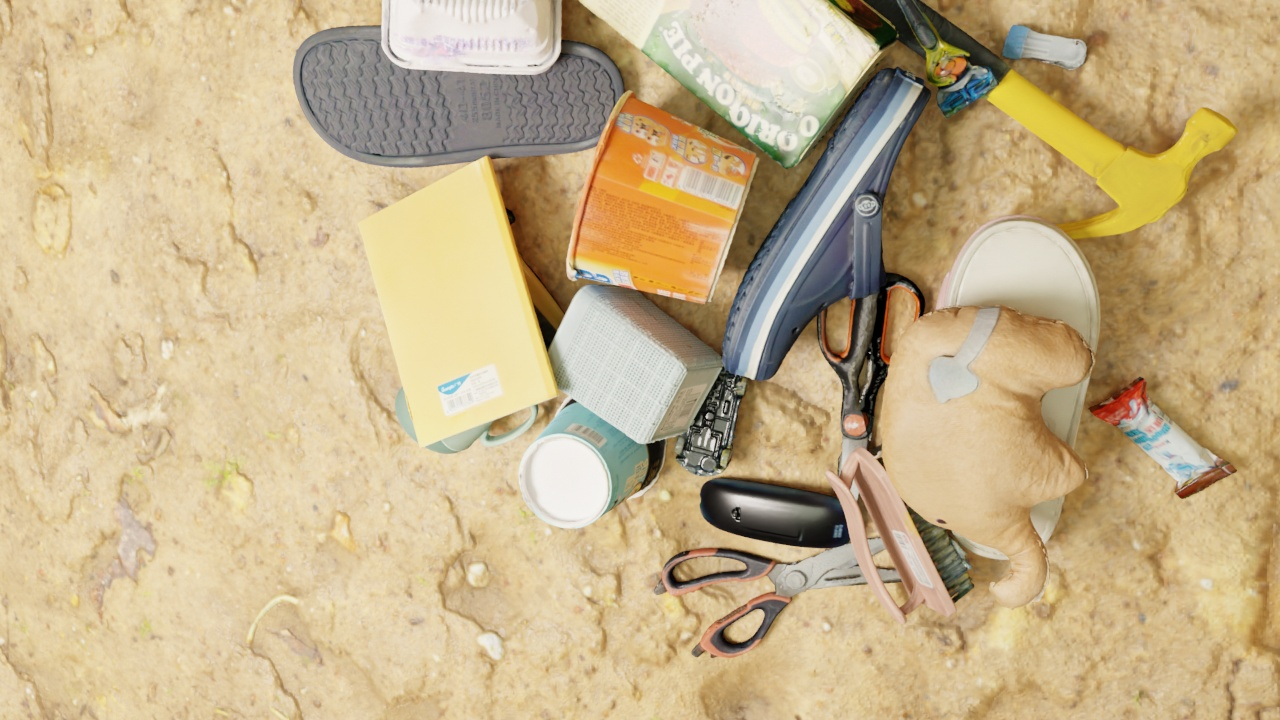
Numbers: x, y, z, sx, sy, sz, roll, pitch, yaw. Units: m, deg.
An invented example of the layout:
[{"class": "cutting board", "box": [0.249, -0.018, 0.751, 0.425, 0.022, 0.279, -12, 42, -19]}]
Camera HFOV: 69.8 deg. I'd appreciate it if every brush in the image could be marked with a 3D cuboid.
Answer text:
[{"class": "brush", "box": [0.203, 0.136, 0.734, 0.073, 0.063, 0.145, -29, 98, -9]}]

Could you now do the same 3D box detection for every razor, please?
[{"class": "razor", "box": [0.195, -0.241, 0.644, 0.043, 0.022, 0.142, -31, 94, 34]}, {"class": "razor", "box": [-0.103, -0.066, 0.800, 0.067, 0.062, 0.167, -41, 95, -11]}]

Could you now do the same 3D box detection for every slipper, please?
[{"class": "slipper", "box": [-0.147, -0.220, 0.768, 0.268, 0.083, 0.111, 1, 109, -2]}, {"class": "slipper", "box": [0.282, 0.024, 0.701, 0.114, 0.054, 0.275, 1, 109, 18]}, {"class": "slipper", "box": [0.148, -0.092, 0.694, 0.095, 0.105, 0.253, 29, 106, 3]}]

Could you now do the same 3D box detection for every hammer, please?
[{"class": "hammer", "box": [0.256, -0.200, 0.662, 0.301, 0.032, 0.129, 40, 125, 9]}]

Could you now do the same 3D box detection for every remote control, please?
[{"class": "remote control", "box": [0.113, 0.132, 0.785, 0.136, 0.024, 0.053, 6, 107, 22]}]

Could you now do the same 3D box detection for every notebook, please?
[{"class": "notebook", "box": [-0.155, -0.046, 0.759, 0.146, 0.010, 0.206, -21, 82, 25]}]

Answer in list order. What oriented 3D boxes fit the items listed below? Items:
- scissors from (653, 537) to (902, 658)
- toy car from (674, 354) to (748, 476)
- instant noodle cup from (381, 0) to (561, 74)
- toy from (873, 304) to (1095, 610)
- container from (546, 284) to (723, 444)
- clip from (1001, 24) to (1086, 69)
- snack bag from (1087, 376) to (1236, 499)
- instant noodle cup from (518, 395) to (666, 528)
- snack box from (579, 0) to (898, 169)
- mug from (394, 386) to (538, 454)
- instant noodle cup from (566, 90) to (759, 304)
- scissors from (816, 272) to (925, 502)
[{"class": "scissors", "box": [0.120, 0.204, 0.810, 0.197, 0.015, 0.214, 27, 107, 9]}, {"class": "toy car", "box": [0.061, 0.047, 0.783, 0.049, 0.031, 0.105, 15, 99, 16]}, {"class": "instant noodle cup", "box": [-0.128, -0.311, 0.697, 0.138, 0.060, 0.173, 0, 81, -6]}, {"class": "toy", "box": [0.241, 0.068, 0.656, 0.144, 0.082, 0.226, 6, 115, 31]}, {"class": "container", "box": [-0.004, 0.004, 0.747, 0.111, 0.089, 0.090, 36, 110, 24]}, {"class": "clip", "box": [0.294, -0.227, 0.666, 0.057, 0.028, 0.024, 19, 104, 20]}, {"class": "snack bag", "box": [0.393, 0.059, 0.693, 0.104, 0.026, 0.048, 47, 122, 2]}, {"class": "instant noodle cup", "box": [-0.045, 0.087, 0.776, 0.111, 0.120, 0.111, 3, 103, 15]}, {"class": "snack box", "box": [0.061, -0.264, 0.681, 0.240, 0.063, 0.115, 40, 130, 5]}, {"class": "mug", "box": [-0.149, 0.033, 0.819, 0.111, 0.082, 0.106, 38, 109, -13]}, {"class": "instant noodle cup", "box": [0.020, -0.116, 0.705, 0.111, 0.151, 0.151, 19, 106, 3]}, {"class": "scissors", "box": [0.193, 0.041, 0.749, 0.125, 0.021, 0.235, -12, 98, 18]}]
